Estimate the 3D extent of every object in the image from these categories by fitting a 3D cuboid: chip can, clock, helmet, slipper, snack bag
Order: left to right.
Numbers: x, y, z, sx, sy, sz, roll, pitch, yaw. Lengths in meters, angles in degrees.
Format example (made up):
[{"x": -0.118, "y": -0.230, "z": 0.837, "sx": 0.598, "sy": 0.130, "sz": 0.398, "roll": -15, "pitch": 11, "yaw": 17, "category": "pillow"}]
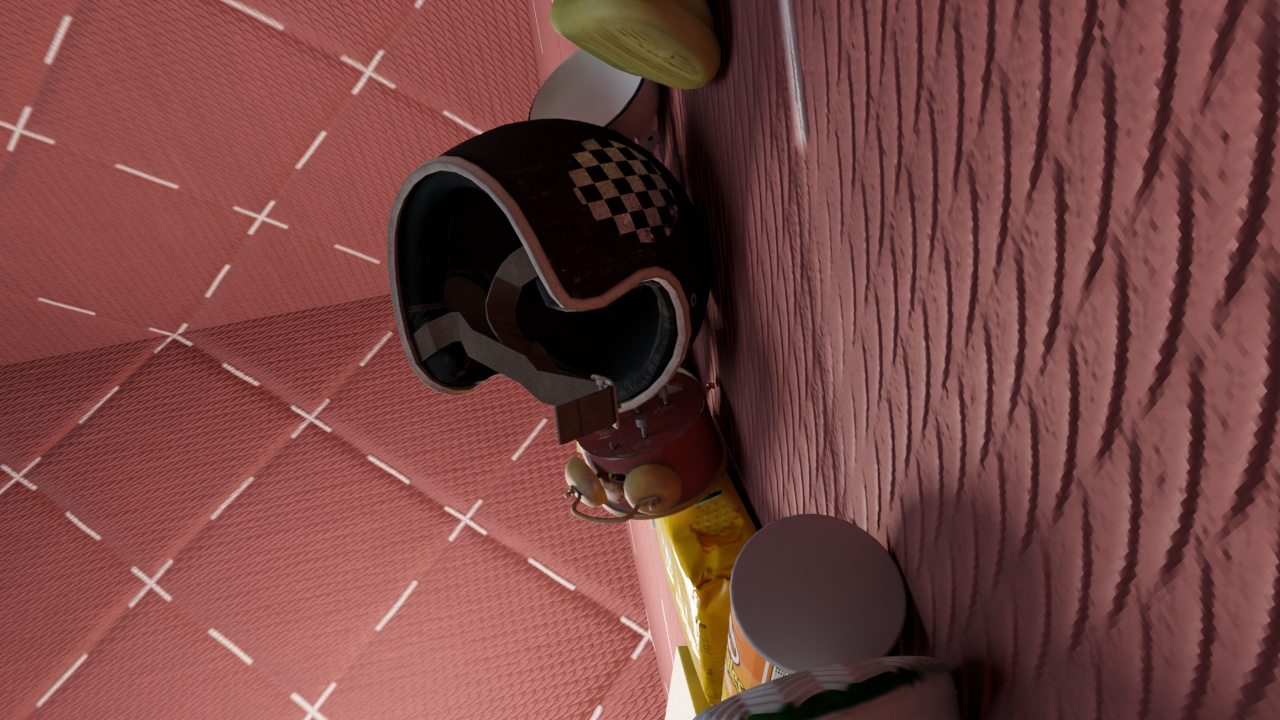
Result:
[{"x": -0.065, "y": -0.057, "z": 0.667, "sx": 0.234, "sy": 0.252, "sz": 0.234, "roll": -28, "pitch": 84, "yaw": 47, "category": "helmet"}, {"x": -0.002, "y": 0.070, "z": 0.744, "sx": 0.158, "sy": 0.117, "sz": 0.081, "roll": -54, "pitch": -45, "yaw": -42, "category": "clock"}, {"x": 0.002, "y": -0.222, "z": 0.574, "sx": 0.081, "sy": 0.091, "sz": 0.190, "roll": -60, "pitch": 25, "yaw": 7, "category": "slipper"}, {"x": 0.058, "y": 0.173, "z": 0.778, "sx": 0.247, "sy": 0.068, "sz": 0.160, "roll": -112, "pitch": 13, "yaw": -62, "category": "snack bag"}, {"x": 0.081, "y": 0.163, "z": 0.481, "sx": 0.215, "sy": 0.075, "sz": 0.075, "roll": 86, "pitch": 171, "yaw": -54, "category": "chip can"}, {"x": 0.087, "y": 0.196, "z": 0.382, "sx": 0.246, "sy": 0.104, "sz": 0.074, "roll": 76, "pitch": 177, "yaw": -47, "category": "slipper"}]

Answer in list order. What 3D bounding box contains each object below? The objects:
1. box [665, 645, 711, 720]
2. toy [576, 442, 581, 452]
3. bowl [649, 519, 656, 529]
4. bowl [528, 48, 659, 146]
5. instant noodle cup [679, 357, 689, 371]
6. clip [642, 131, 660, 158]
[{"x": 0.071, "y": 0.343, "z": 0.746, "sx": 0.221, "sy": 0.082, "sz": 0.124, "roll": -116, "pitch": 34, "yaw": -72, "category": "box"}, {"x": -0.084, "y": -0.027, "z": 1.145, "sx": 0.267, "sy": 0.141, "sz": 0.246, "roll": 43, "pitch": -132, "yaw": -47, "category": "toy"}, {"x": 0.036, "y": 0.150, "z": 0.995, "sx": 0.117, "sy": 0.061, "sz": 0.117, "roll": 168, "pitch": 92, "yaw": -86, "category": "bowl"}, {"x": -0.030, "y": -0.208, "z": 0.775, "sx": 0.062, "sy": 0.118, "sz": 0.118, "roll": 42, "pitch": -155, "yaw": -46, "category": "bowl"}, {"x": -0.005, "y": 0.005, "z": 0.900, "sx": 0.124, "sy": 0.123, "sz": 0.121, "roll": 92, "pitch": 175, "yaw": -68, "category": "instant noodle cup"}, {"x": -0.008, "y": -0.176, "z": 0.818, "sx": 0.046, "sy": 0.056, "sz": 0.101, "roll": 91, "pitch": 160, "yaw": -46, "category": "clip"}]
